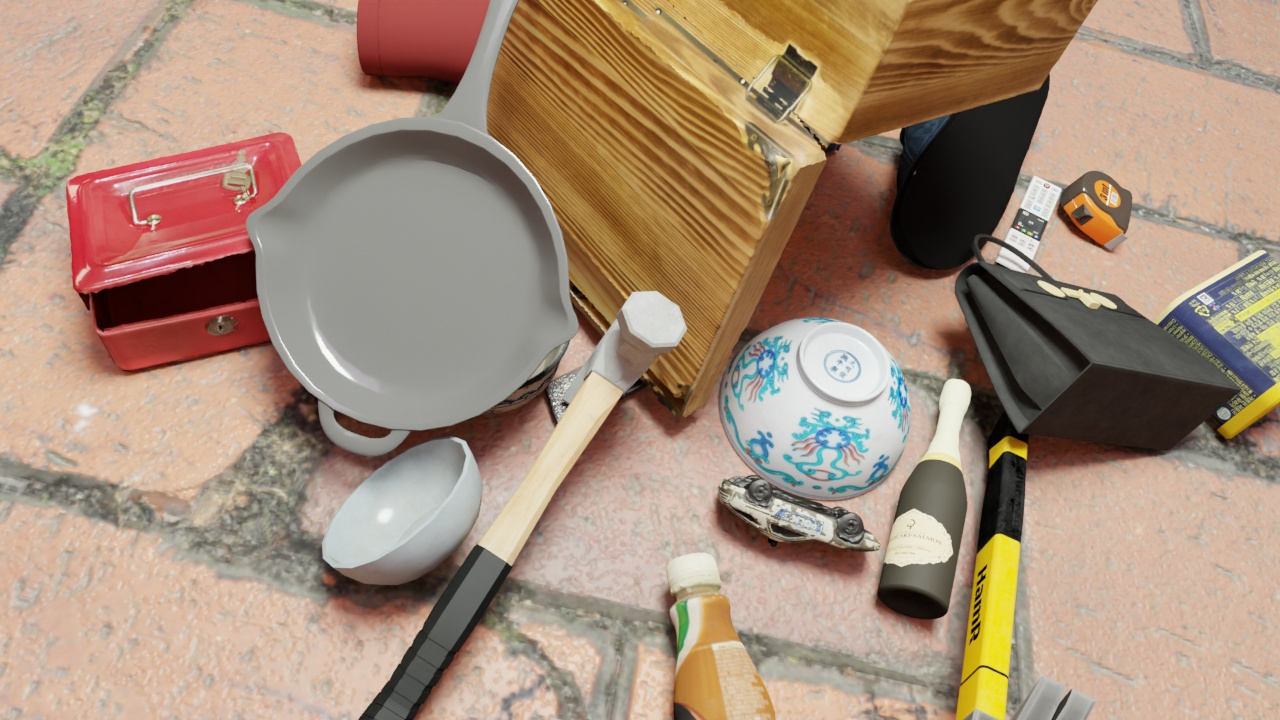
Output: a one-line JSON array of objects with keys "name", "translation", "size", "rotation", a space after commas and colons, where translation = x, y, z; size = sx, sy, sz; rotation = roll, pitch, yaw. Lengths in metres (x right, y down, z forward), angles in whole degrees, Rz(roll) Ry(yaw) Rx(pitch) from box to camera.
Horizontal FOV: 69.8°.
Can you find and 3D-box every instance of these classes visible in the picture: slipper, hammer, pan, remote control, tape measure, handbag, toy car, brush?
[{"name": "slipper", "translation": [0.278, -0.188, 0.822], "size": [0.109, 0.084, 0.265], "rotation": [42, 68, -28]}, {"name": "hammer", "translation": [0.224, 0.140, 0.575], "size": [0.034, 0.170, 0.323], "rotation": [24, 45, 6]}, {"name": "pan", "translation": [-0.122, -0.112, 0.578], "size": [0.216, 0.024, 0.354], "rotation": [19, 90, 2]}, {"name": "hammer", "translation": [-0.079, 0.104, 0.548], "size": [0.039, 0.131, 0.327], "rotation": [34, 69, -4]}, {"name": "remote control", "translation": [0.348, -0.120, 0.823], "size": [0.028, 0.012, 0.124], "rotation": [30, 58, 9]}, {"name": "tape measure", "translation": [0.411, -0.138, 0.833], "size": [0.059, 0.038, 0.058], "rotation": [30, 57, -7]}, {"name": "handbag", "translation": [0.324, -0.033, 0.714], "size": [0.175, 0.072, 0.195], "rotation": [8, 42, -29]}, {"name": "toy car", "translation": [0.105, 0.108, 0.617], "size": [0.113, 0.048, 0.040], "rotation": [20, 88, 3]}, {"name": "brush", "translation": [-0.004, 0.004, 0.681], "size": [0.151, 0.012, 0.039], "rotation": [-26, 67, -23]}]

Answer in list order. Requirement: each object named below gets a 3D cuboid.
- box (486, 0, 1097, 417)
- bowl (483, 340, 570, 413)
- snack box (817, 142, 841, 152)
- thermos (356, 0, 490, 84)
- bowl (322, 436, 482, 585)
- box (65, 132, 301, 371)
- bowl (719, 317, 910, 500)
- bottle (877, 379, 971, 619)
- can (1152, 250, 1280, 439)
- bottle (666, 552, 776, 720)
[{"name": "box", "translation": [0.064, -0.185, 0.645], "size": [0.285, 0.337, 0.279], "rotation": [-21, 60, -37]}, {"name": "bowl", "translation": [-0.108, -0.012, 0.645], "size": [0.115, 0.059, 0.115], "rotation": [5, 57, -7]}, {"name": "snack box", "translation": [0.123, -0.303, 0.813], "size": [0.069, 0.155, 0.202], "rotation": [-18, 63, -18]}, {"name": "thermos", "translation": [-0.136, -0.289, 0.797], "size": [0.198, 0.084, 0.108], "rotation": [4, 76, -5]}, {"name": "bowl", "translation": [-0.138, 0.097, 0.562], "size": [0.106, 0.039, 0.106], "rotation": [-25, 28, 14]}, {"name": "box", "translation": [-0.301, -0.076, 0.641], "size": [0.157, 0.098, 0.129], "rotation": [-16, 57, -15]}, {"name": "bowl", "translation": [0.135, 0.019, 0.659], "size": [0.144, 0.074, 0.143], "rotation": [5, 57, -7]}, {"name": "bottle", "translation": [0.208, 0.088, 0.646], "size": [0.045, 0.045, 0.184], "rotation": [22, 57, 4]}, {"name": "can", "translation": [0.494, -0.016, 0.747], "size": [0.135, 0.075, 0.104], "rotation": [-24, 63, -23]}, {"name": "bottle", "translation": [0.046, 0.197, 0.540], "size": [0.059, 0.059, 0.167], "rotation": [-4, 59, -13]}]
